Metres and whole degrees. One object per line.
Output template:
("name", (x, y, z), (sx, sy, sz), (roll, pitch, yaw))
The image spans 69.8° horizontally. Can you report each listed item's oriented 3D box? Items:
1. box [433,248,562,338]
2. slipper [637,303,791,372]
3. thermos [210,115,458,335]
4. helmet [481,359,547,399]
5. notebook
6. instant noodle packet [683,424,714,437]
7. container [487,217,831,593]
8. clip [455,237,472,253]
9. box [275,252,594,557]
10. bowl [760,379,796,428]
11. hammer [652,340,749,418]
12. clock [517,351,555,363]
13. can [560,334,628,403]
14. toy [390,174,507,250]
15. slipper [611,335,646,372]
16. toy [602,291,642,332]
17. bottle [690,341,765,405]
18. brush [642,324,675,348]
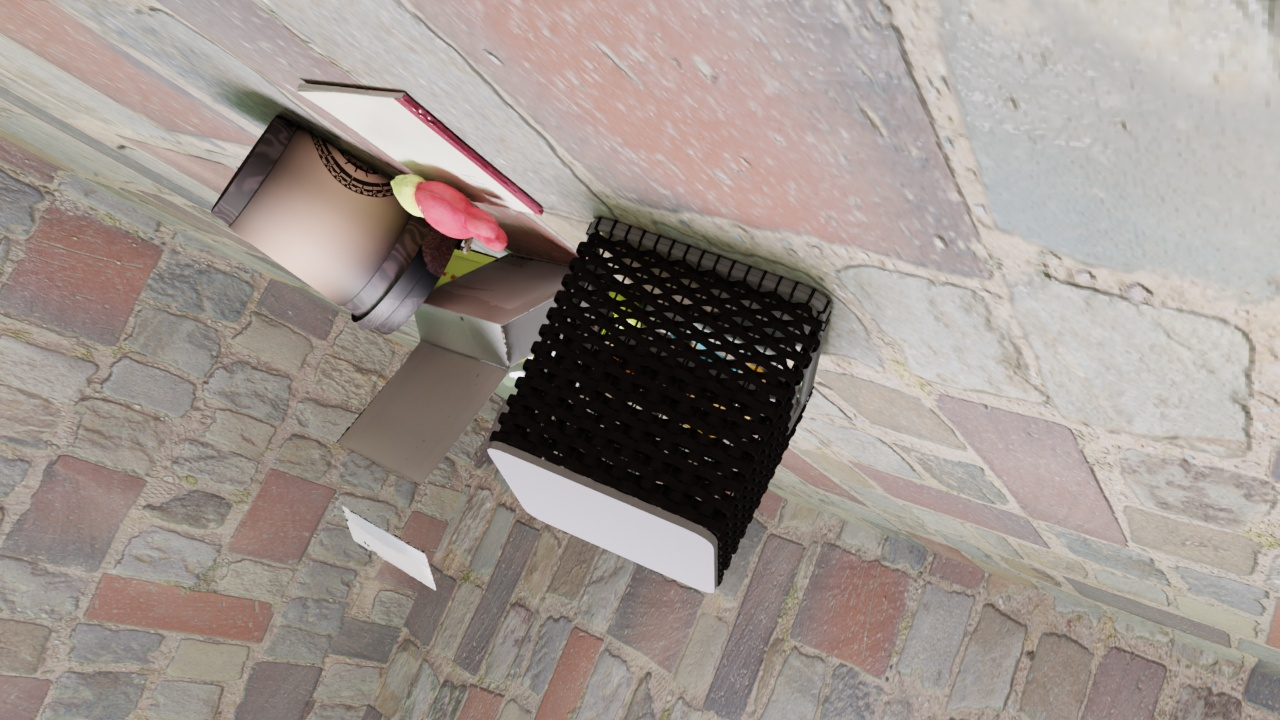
("box", (-0.209, -0.098, 1.304), (0.221, 0.079, 0.124), (21, 172, 27))
("slipper", (0.079, -0.020, 1.107), (0.098, 0.054, 0.269), (28, 172, -39))
("thermos", (-0.344, -0.155, 1.039), (0.226, 0.172, 0.173), (35, 167, -27))
("helmet", (-0.190, -0.002, 1.551), (0.227, 0.153, 0.267), (18, 170, 31))
("notebook", (-0.206, -0.201, 0.886), (0.153, 0.012, 0.208), (16, 169, 34))
("instant noodle packet", (0.044, 0.054, 1.587), (0.163, 0.084, 0.222), (27, 177, -14))
("container", (0.019, 0.055, 0.907), (0.246, 0.243, 0.248), (21, 158, 14))
("clip", (-0.241, -0.156, 1.197), (0.045, 0.025, 0.061), (24, 175, -11))
("box", (-0.228, 0.015, 1.034), (0.166, 0.417, 0.108), (16, 139, 39))
("bowl", (0.167, 0.048, 1.279), (0.124, 0.052, 0.124), (22, 171, 3))
("hammer", (0.112, 0.054, 1.340), (0.033, 0.132, 0.330), (15, 179, 37))
("clock", (-0.137, -0.032, 1.371), (0.057, 0.117, 0.083), (50, 165, -12))
("can", (-0.065, 0.016, 1.438), (0.127, 0.127, 0.073), (25, 173, -10))
("toy", (-0.198, -0.154, 0.955), (0.135, 0.045, 0.091), (28, 176, 12))
("slipper", (-0.008, 0.008, 1.302), (0.099, 0.078, 0.263), (55, -179, 26))
("toy", (-0.046, -0.064, 1.142), (0.118, 0.043, 0.092), (35, 152, 16))
("bottle", (0.107, 0.012, 1.194), (0.109, 0.063, 0.063), (37, 171, -2))
("brush", (0.036, -0.008, 1.156), (0.050, 0.015, 0.135), (37, 178, 23))
